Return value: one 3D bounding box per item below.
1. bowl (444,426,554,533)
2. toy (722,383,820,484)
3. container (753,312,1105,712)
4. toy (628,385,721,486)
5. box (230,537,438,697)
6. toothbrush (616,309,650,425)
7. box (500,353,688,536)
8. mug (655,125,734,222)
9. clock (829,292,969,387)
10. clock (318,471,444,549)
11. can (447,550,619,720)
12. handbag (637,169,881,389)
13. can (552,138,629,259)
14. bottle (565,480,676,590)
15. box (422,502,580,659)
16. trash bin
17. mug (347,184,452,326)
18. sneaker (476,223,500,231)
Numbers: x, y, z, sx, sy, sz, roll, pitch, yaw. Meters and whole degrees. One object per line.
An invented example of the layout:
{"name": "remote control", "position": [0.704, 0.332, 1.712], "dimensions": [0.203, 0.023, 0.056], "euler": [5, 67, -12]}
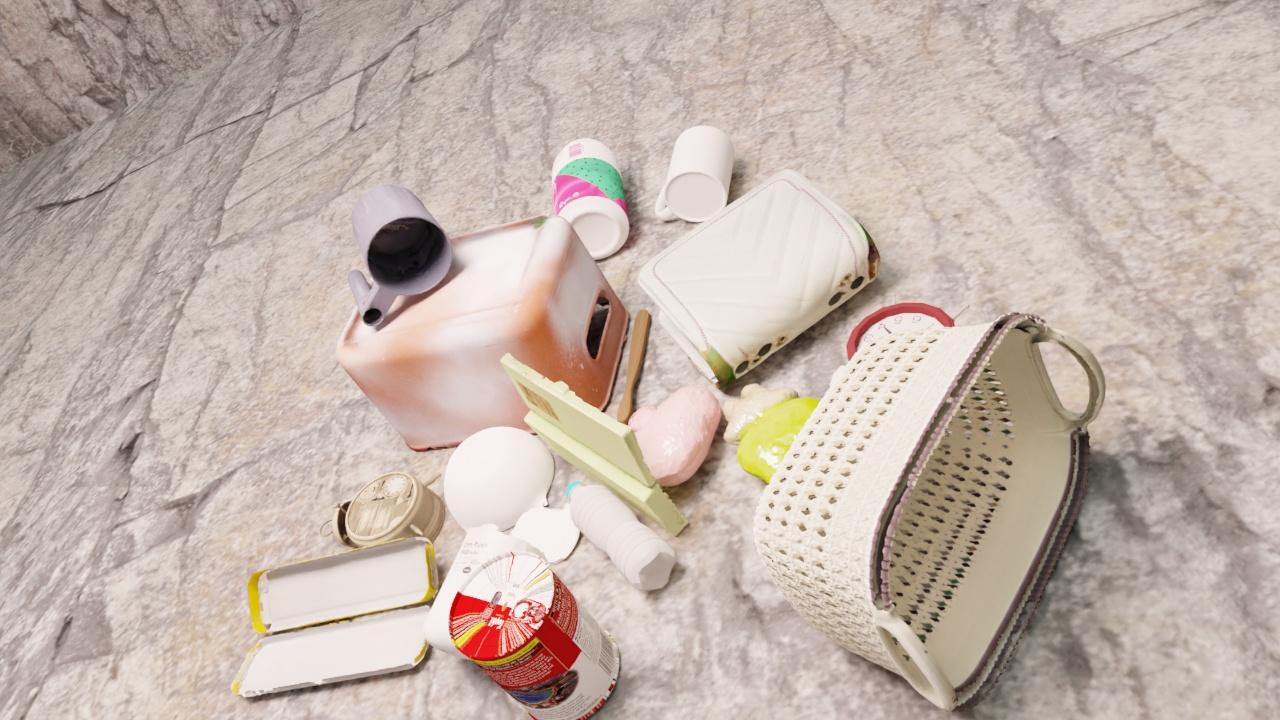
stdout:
{"name": "bowl", "position": [-0.146, 0.107, 0.894], "dimensions": [0.115, 0.050, 0.114], "euler": [-17, 42, 16]}
{"name": "toy", "position": [0.114, 0.058, 0.791], "dimensions": [0.092, 0.043, 0.118], "euler": [-38, 38, -10]}
{"name": "container", "position": [0.193, 0.090, 0.613], "dimensions": [0.143, 0.185, 0.251], "euler": [5, 49, 50]}
{"name": "toy", "position": [0.021, 0.068, 0.835], "dimensions": [0.105, 0.053, 0.108], "euler": [-4, 46, 43]}
{"name": "box", "position": [-0.283, 0.239, 0.851], "dimensions": [0.210, 0.045, 0.128], "euler": [-15, 56, 17]}
{"name": "toothbrush", "position": [-0.006, 0.005, 0.943], "dimensions": [0.016, 0.016, 0.166], "euler": [-12, 41, 21]}
{"name": "box", "position": [-0.047, 0.072, 0.804], "dimensions": [0.030, 0.138, 0.187], "euler": [-45, 43, -17]}
{"name": "mug", "position": [0.058, -0.213, 1.095], "dimensions": [0.111, 0.073, 0.090], "euler": [-34, 31, 39]}
{"name": "clock", "position": [0.219, 0.005, 0.776], "dimensions": [0.096, 0.048, 0.137], "euler": [14, 56, 41]}
{"name": "clock", "position": [-0.265, 0.156, 0.915], "dimensions": [0.141, 0.054, 0.092], "euler": [-12, 43, 18]}
{"name": "can", "position": [-0.078, 0.212, 0.692], "dimensions": [0.087, 0.116, 0.086], "euler": [-17, 41, 16]}
{"name": "handbag", "position": [0.117, -0.075, 0.892], "dimensions": [0.198, 0.096, 0.142], "euler": [-34, 54, -5]}
{"name": "can", "position": [-0.064, -0.202, 1.136], "dimensions": [0.088, 0.088, 0.165], "euler": [-21, 41, 11]}
{"name": "bottle", "position": [-0.023, 0.144, 0.785], "dimensions": [0.044, 0.044, 0.136], "euler": [-41, 41, -12]}
{"name": "box", "position": [-0.118, 0.177, 0.787], "dimensions": [0.084, 0.094, 0.165], "euler": [1, 58, 36]}
{"name": "trash bin", "position": [-0.165, -0.032, 0.970], "dimensions": [0.260, 0.157, 0.181], "euler": [-9, 44, 23]}
{"name": "mug", "position": [-0.255, -0.108, 0.931], "dimensions": [0.124, 0.083, 0.104], "euler": [-56, 38, 12]}
{"name": "sneaker", "position": [-0.241, -0.069, 1.135], "dimensions": [0.235, 0.087, 0.079], "euler": [-38, 75, -4]}
